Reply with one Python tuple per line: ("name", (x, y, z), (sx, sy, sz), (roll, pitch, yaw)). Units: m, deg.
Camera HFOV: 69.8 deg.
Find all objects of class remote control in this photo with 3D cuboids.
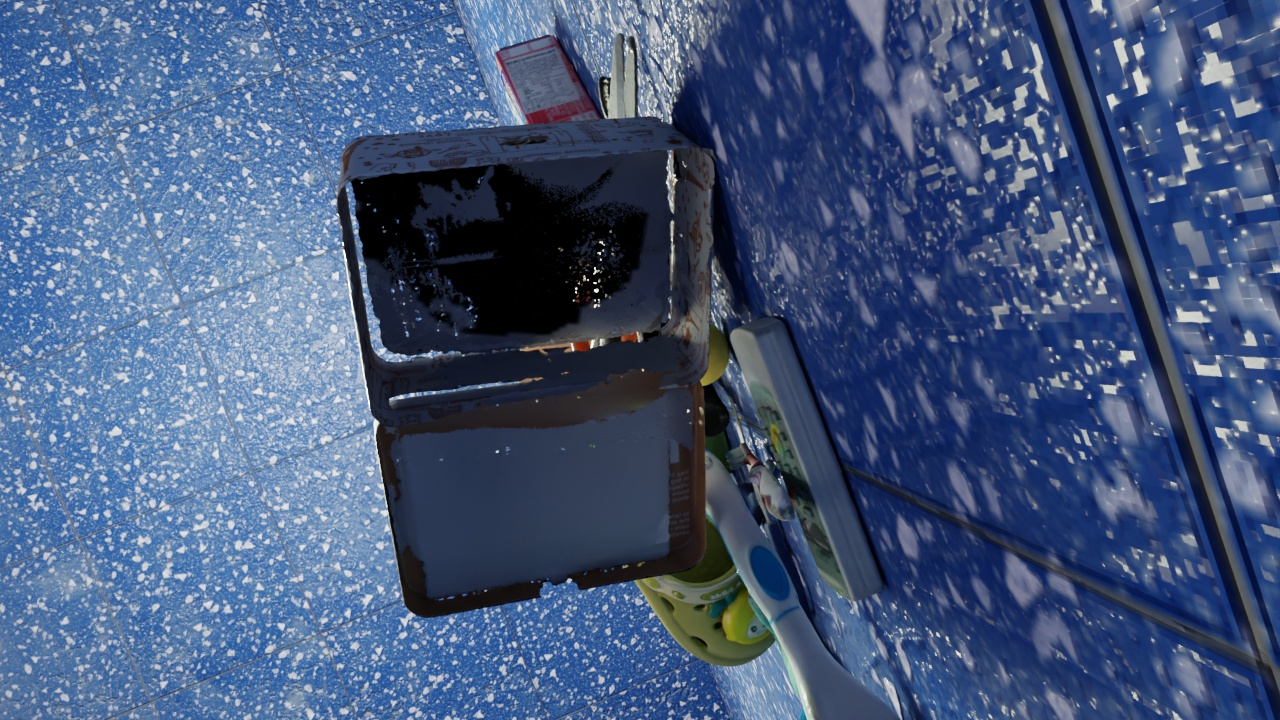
("remote control", (0.076, 0.045, 0.435), (0.056, 0.019, 0.135), (180, 69, -85))

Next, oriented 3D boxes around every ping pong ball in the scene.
("ping pong ball", (0.034, -0.004, 0.557), (0.040, 0.040, 0.040), (158, 91, -85))

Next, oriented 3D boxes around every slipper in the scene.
("slipper", (0.045, 0.158, 0.687), (0.190, 0.091, 0.082), (50, 166, -14))

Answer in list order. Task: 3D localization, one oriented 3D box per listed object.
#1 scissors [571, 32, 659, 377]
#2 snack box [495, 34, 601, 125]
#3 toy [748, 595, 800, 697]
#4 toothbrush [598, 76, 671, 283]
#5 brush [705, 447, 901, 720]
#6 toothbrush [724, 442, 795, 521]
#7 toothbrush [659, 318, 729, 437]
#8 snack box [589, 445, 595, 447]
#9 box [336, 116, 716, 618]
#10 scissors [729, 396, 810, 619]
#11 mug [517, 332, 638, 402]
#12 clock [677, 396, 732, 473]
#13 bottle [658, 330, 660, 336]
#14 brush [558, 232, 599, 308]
("scissors", (-0.024, -0.081, 0.560), (0.149, 0.021, 0.235), (8, 110, 58))
("snack box", (-0.062, -0.185, 0.744), (0.057, 0.058, 0.207), (80, 168, -52))
("toy", (0.110, 0.204, 0.633), (0.096, 0.030, 0.092), (51, -178, -18))
("toothbrush", (0.010, -0.095, 0.603), (0.016, 0.014, 0.189), (1, 115, 59))
("brush", (0.095, 0.172, 0.496), (0.314, 0.060, 0.110), (-126, 21, -52))
("toothbrush", (0.061, 0.063, 0.491), (0.187, 0.017, 0.016), (-78, -34, -87))
("toothbrush", (0.026, -0.008, 0.695), (0.026, 0.027, 0.212), (38, -166, -27))
("snack box", (-0.033, 0.055, 1.040), (0.157, 0.070, 0.210), (68, -169, 17))
("box", (-0.054, 0.012, 0.490), (0.082, 0.176, 0.260), (-119, 25, -62))
("scissors", (0.085, 0.103, 0.632), (0.174, 0.012, 0.162), (119, 132, -82))
("mug", (-0.041, -0.022, 0.736), (0.123, 0.078, 0.078), (-39, 65, 38))
("clock", (0.032, 0.062, 0.759), (0.116, 0.056, 0.161), (-118, 9, -62))
("bottle", (-0.021, -0.041, 0.875), (0.068, 0.068, 0.196), (75, 168, -51))
("brush", (-0.004, 0.004, 0.635), (0.046, 0.083, 0.254), (52, -157, -70))
